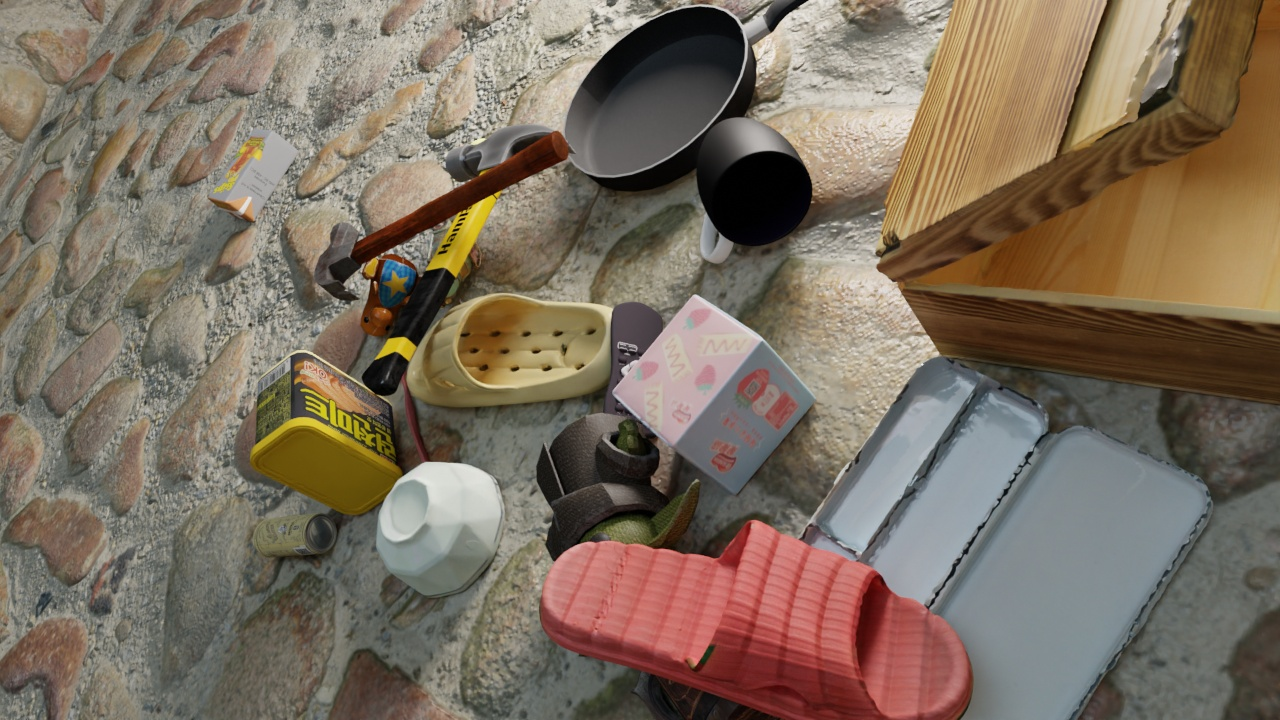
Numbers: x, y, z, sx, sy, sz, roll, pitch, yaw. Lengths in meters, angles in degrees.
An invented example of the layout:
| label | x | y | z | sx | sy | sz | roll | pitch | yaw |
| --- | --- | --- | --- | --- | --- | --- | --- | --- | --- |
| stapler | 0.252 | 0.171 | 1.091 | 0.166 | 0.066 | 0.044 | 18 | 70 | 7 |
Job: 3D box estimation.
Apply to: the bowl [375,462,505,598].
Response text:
| label | x | y | z | sx | sy | sz | roll | pitch | yaw |
| --- | --- | --- | --- | --- | --- | --- | --- | --- | --- |
| bowl | -0.178 | 0.135 | 0.770 | 0.118 | 0.061 | 0.117 | -15 | 58 | 26 |

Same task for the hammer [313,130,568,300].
| label | x | y | z | sx | sy | sz | roll | pitch | yaw |
| --- | --- | --- | --- | --- | --- | --- | --- | --- | --- |
| hammer | -0.195 | -0.139 | 0.868 | 0.301 | 0.028 | 0.110 | -22 | 43 | 25 |

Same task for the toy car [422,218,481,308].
| label | x | y | z | sx | sy | sz | roll | pitch | yaw |
| --- | --- | --- | --- | --- | --- | --- | --- | --- | --- |
| toy car | -0.192 | -0.108 | 0.947 | 0.047 | 0.047 | 0.111 | -8 | 52 | 10 |

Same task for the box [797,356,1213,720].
| label | x | y | z | sx | sy | sz | roll | pitch | yaw |
| --- | --- | --- | --- | --- | --- | --- | --- | --- | --- |
| box | 0.194 | 0.114 | 0.541 | 0.190 | 0.037 | 0.209 | 30 | 83 | 36 |

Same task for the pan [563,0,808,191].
| label | x | y | z | sx | sy | sz | roll | pitch | yaw |
| --- | --- | --- | --- | --- | --- | --- | --- | --- | --- |
| pan | 0.081 | -0.284 | 0.858 | 0.356 | 0.044 | 0.203 | -28 | 50 | 20 |

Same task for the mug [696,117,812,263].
| label | x | y | z | sx | sy | sz | roll | pitch | yaw |
| --- | --- | --- | --- | --- | --- | --- | --- | --- | --- |
| mug | 0.079 | -0.141 | 0.757 | 0.119 | 0.085 | 0.100 | -61 | 25 | 30 |

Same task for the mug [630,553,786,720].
| label | x | y | z | sx | sy | sz | roll | pitch | yaw |
| --- | --- | --- | --- | --- | --- | --- | --- | --- | --- |
| mug | 0.040 | 0.198 | 0.574 | 0.107 | 0.079 | 0.116 | 43 | 118 | 45 |

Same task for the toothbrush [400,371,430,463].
| label | x | y | z | sx | sy | sz | roll | pitch | yaw |
| --- | --- | --- | --- | --- | --- | --- | --- | --- | --- |
| toothbrush | -0.224 | 0.055 | 0.892 | 0.016 | 0.015 | 0.184 | -39 | 48 | 9 |

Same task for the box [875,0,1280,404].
| label | x | y | z | sx | sy | sz | roll | pitch | yaw |
| --- | --- | --- | --- | --- | --- | --- | --- | --- | --- |
| box | 0.259 | -0.165 | 0.511 | 0.270 | 0.264 | 0.278 | 9 | 70 | 41 |

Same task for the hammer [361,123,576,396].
| label | x | y | z | sx | sy | sz | roll | pitch | yaw |
| --- | --- | --- | --- | --- | --- | --- | --- | --- | --- |
| hammer | -0.173 | -0.104 | 0.863 | 0.170 | 0.034 | 0.323 | -5 | 51 | 38 |

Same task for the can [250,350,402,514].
| label | x | y | z | sx | sy | sz | roll | pitch | yaw |
| --- | --- | --- | --- | --- | --- | --- | --- | --- | --- |
| can | -0.290 | 0.067 | 0.853 | 0.073 | 0.131 | 0.101 | -34 | 45 | 14 |

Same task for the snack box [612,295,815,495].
| label | x | y | z | sx | sy | sz | roll | pitch | yaw |
| --- | --- | --- | --- | --- | --- | --- | --- | --- | --- |
| snack box | 0.052 | 0.025 | 0.652 | 0.095 | 0.093 | 0.079 | -51 | 46 | -1 |

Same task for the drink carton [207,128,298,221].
| label | x | y | z | sx | sy | sz | roll | pitch | yaw |
| --- | --- | --- | --- | --- | --- | --- | --- | --- | --- |
| drink carton | -0.552 | -0.264 | 1.307 | 0.076 | 0.048 | 0.124 | 17 | 74 | 42 |

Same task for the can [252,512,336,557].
| label | x | y | z | sx | sy | sz | roll | pitch | yaw |
| --- | --- | --- | --- | --- | --- | --- | --- | --- | --- |
| can | -0.334 | 0.169 | 0.883 | 0.080 | 0.038 | 0.038 | -11 | 57 | 31 |

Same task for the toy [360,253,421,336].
| label | x | y | z | sx | sy | sz | roll | pitch | yaw |
| --- | --- | --- | --- | --- | --- | --- | --- | --- | --- |
| toy | -0.279 | -0.072 | 0.999 | 0.090 | 0.070 | 0.103 | -67 | 24 | 0 |

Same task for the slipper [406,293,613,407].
| label | x | y | z | sx | sy | sz | roll | pitch | yaw |
| --- | --- | --- | --- | --- | --- | --- | --- | --- | --- |
| slipper | -0.128 | -0.020 | 0.826 | 0.262 | 0.079 | 0.111 | -1 | 59 | 35 |

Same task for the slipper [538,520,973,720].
| label | x | y | z | sx | sy | sz | roll | pitch | yaw |
| --- | --- | --- | --- | --- | --- | --- | --- | --- | --- |
| slipper | 0.057 | 0.136 | 0.512 | 0.249 | 0.059 | 0.103 | 8 | 38 | 21 |

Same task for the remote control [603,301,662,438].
| label | x | y | z | sx | sy | sz | roll | pitch | yaw |
| --- | --- | --- | --- | --- | --- | --- | --- | --- | --- |
| remote control | -0.004 | 0.004 | 0.744 | 0.009 | 0.046 | 0.124 | 124 | 154 | -55 |

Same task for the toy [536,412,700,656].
| label | x | y | z | sx | sy | sz | roll | pitch | yaw |
| --- | --- | --- | --- | --- | --- | --- | --- | --- | --- |
| toy | -0.025 | 0.109 | 0.652 | 0.180 | 0.078 | 0.152 | -61 | 33 | 30 |

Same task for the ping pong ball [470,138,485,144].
| label | x | y | z | sx | sy | sz | roll | pitch | yaw |
| --- | --- | --- | --- | --- | --- | --- | --- | --- | --- |
| ping pong ball | -0.172 | -0.224 | 1.009 | 0.040 | 0.040 | 0.040 | -18 | 53 | 26 |
